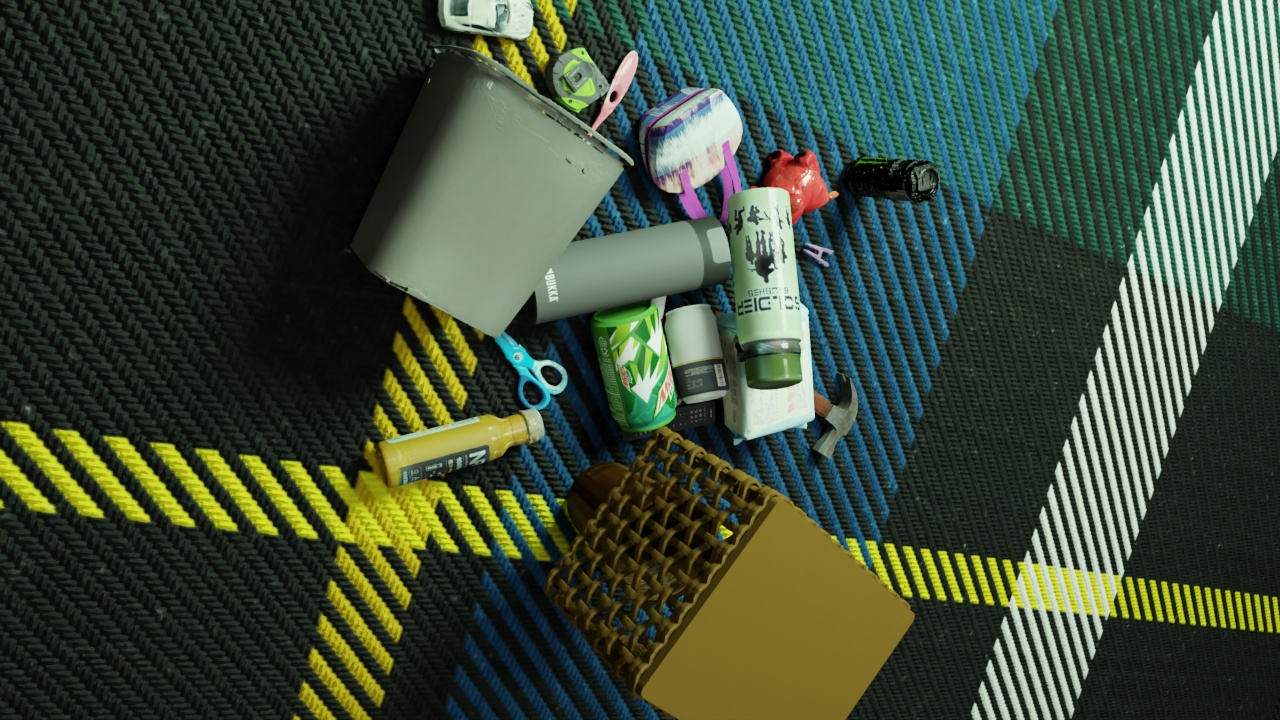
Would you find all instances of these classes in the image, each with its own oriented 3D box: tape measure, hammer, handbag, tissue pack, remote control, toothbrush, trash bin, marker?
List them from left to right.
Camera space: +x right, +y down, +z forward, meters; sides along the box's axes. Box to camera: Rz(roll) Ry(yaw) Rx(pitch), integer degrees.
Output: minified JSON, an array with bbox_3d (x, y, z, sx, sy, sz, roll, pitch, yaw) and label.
[{"bbox_3d":[-0.162,-0.163,0.922,0.197,0.197,0.220,29,94,-32],"label":"trash bin"},{"bbox_3d":[-0.072,-0.310,1.013,0.058,0.036,0.065,-46,120,-10],"label":"tape measure"},{"bbox_3d":[-0.036,-0.294,1.048,0.021,0.016,0.135,29,89,-35],"label":"toothbrush"},{"bbox_3d":[0.021,-0.072,1.137,0.019,0.019,0.146,4,101,-29],"label":"marker"},{"bbox_3d":[0.035,0.077,1.187,0.136,0.015,0.032,-10,108,-23],"label":"remote control"},{"bbox_3d":[0.073,-0.232,1.104,0.144,0.068,0.170,-37,124,-17],"label":"handbag"},{"bbox_3d":[0.161,0.016,1.177,0.112,0.070,0.182,-16,113,-22],"label":"tissue pack"},{"bbox_3d":[0.191,0.020,1.250,0.300,0.028,0.111,35,87,-31],"label":"hammer"}]

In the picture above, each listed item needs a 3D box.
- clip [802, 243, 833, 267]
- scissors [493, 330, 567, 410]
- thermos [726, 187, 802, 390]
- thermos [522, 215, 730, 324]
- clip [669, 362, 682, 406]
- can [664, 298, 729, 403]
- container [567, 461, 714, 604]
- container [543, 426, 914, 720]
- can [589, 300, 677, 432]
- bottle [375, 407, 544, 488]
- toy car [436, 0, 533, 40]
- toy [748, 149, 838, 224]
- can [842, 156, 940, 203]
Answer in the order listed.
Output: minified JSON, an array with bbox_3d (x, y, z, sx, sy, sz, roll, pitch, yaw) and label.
[{"bbox_3d":[0.240,-0.140,1.242,0.052,0.014,0.041,-8,109,-30],"label":"clip"},{"bbox_3d":[-0.140,0.000,1.074,0.066,0.015,0.135,-43,121,-10],"label":"scissors"},{"bbox_3d":[0.145,-0.081,1.082,0.082,0.082,0.231,-1,82,-28],"label":"thermos"},{"bbox_3d":[-0.017,-0.106,1.056,0.240,0.082,0.082,-14,109,-18],"label":"thermos"},{"bbox_3d":[0.054,0.029,1.181,0.039,0.024,0.060,-6,113,-25],"label":"clip"},{"bbox_3d":[0.068,-0.014,1.134,0.064,0.064,0.127,-7,82,-27],"label":"can"},{"bbox_3d":[-0.009,0.196,1.105,0.132,0.167,0.132,-8,107,-27],"label":"container"},{"bbox_3d":[0.089,0.248,0.947,0.251,0.214,0.219,41,82,-30],"label":"container"},{"bbox_3d":[-0.007,0.006,1.105,0.083,0.083,0.144,-22,113,-22],"label":"can"},{"bbox_3d":[-0.201,0.095,1.041,0.185,0.053,0.053,-14,109,-25],"label":"bottle"},{"bbox_3d":[-0.159,-0.363,0.955,0.105,0.033,0.048,-2,103,-29],"label":"toy car"},{"bbox_3d":[0.189,-0.191,1.165,0.094,0.088,0.133,37,85,-42],"label":"toy"},{"bbox_3d":[0.323,-0.235,1.188,0.053,0.138,0.054,-8,107,-27],"label":"can"}]
